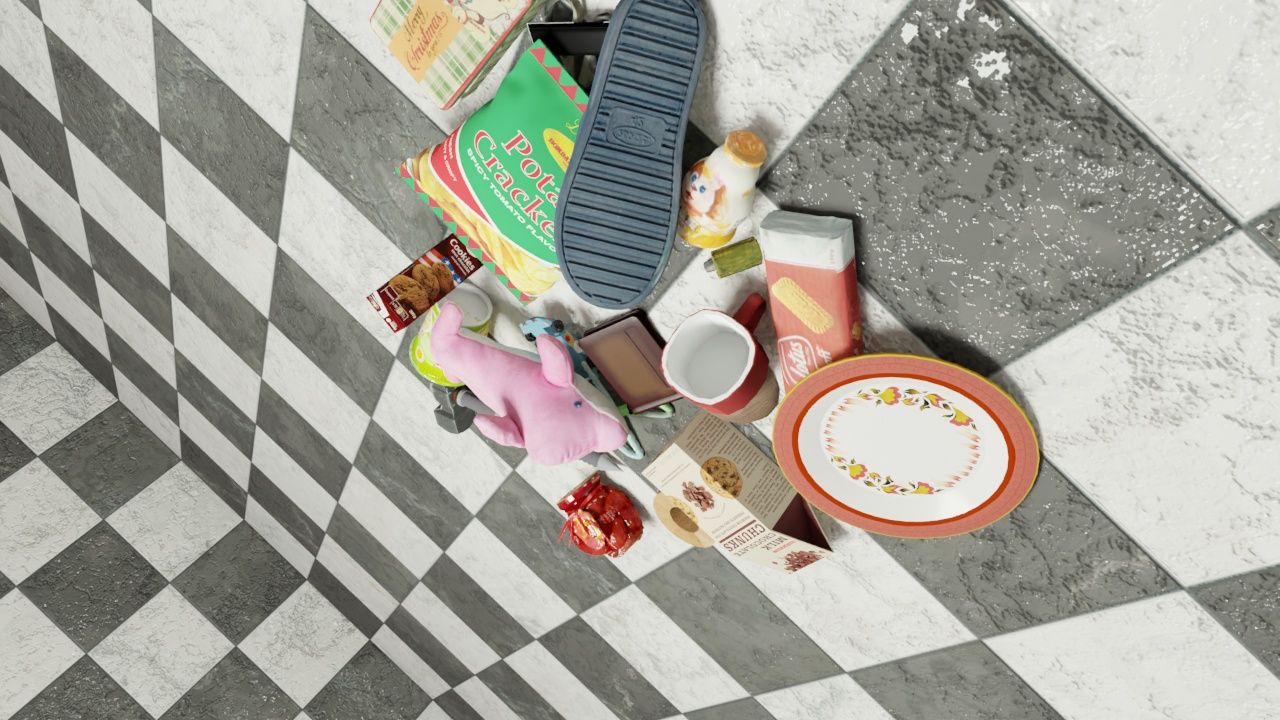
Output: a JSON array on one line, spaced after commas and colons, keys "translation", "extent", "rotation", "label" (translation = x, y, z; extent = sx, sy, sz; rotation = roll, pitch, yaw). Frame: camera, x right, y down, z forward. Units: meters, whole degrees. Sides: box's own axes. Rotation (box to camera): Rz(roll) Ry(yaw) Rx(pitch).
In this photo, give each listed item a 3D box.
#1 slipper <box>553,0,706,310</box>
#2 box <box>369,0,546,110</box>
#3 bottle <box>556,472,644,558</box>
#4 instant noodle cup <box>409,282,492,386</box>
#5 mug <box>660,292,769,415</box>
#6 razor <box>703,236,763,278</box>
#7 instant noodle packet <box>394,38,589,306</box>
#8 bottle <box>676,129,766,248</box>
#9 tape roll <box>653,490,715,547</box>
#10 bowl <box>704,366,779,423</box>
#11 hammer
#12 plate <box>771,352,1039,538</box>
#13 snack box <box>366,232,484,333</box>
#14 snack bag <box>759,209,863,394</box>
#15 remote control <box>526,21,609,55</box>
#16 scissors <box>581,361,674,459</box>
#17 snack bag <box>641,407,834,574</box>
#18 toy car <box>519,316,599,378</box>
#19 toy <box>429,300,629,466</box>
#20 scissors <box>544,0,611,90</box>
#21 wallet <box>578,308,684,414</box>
[{"translation": [-0.013, -0.175, 0.760], "extent": [0.101, 0.082, 0.264], "rotation": [8, 111, -13], "label": "slipper"}, {"translation": [-0.164, -0.321, 0.826], "extent": [0.117, 0.050, 0.206], "rotation": [53, 145, -11], "label": "box"}, {"translation": [-0.056, 0.216, 1.228], "extent": [0.111, 0.098, 0.099], "rotation": [51, 145, 1], "label": "bottle"}, {"translation": [-0.233, -0.038, 1.156], "extent": [0.099, 0.098, 0.108], "rotation": [38, 137, 8], "label": "instant noodle cup"}, {"translation": [0.081, -0.009, 0.860], "extent": [0.080, 0.116, 0.096], "rotation": [37, -177, 17], "label": "mug"}, {"translation": [0.074, -0.088, 0.822], "extent": [0.106, 0.042, 0.026], "rotation": [-171, 60, -80], "label": "razor"}, {"translation": [-0.106, -0.164, 0.883], "extent": [0.253, 0.090, 0.195], "rotation": [-24, 117, 44], "label": "instant noodle packet"}, {"translation": [0.067, -0.143, 0.767], "extent": [0.063, 0.063, 0.109], "rotation": [40, 144, 5], "label": "bottle"}, {"translation": [0.062, 0.190, 1.146], "extent": [0.094, 0.027, 0.094], "rotation": [27, 142, 23], "label": "tape roll"}, {"translation": [0.085, 0.024, 0.950], "extent": [0.118, 0.030, 0.118], "rotation": [27, 142, 23], "label": "bowl"}, {"translation": [-0.160, 0.089, 1.258], "extent": [0.322, 0.042, 0.156], "rotation": [22, 139, 25], "label": "hammer"}, {"translation": [0.234, 0.077, 0.828], "extent": [0.230, 0.021, 0.230], "rotation": [12, 133, 12], "label": "plate"}, {"translation": [-0.242, -0.095, 1.055], "extent": [0.032, 0.140, 0.051], "rotation": [-17, 114, 51], "label": "snack box"}, {"translation": [0.157, -0.028, 0.818], "extent": [0.078, 0.041, 0.225], "rotation": [14, 134, 33], "label": "snack bag"}, {"translation": [-0.043, -0.268, 0.766], "extent": [0.124, 0.011, 0.028], "rotation": [11, 138, 29], "label": "remote control"}, {"translation": [-0.031, 0.063, 1.104], "extent": [0.172, 0.021, 0.172], "rotation": [2, 140, 38], "label": "scissors"}, {"translation": [0.114, 0.157, 1.025], "extent": [0.206, 0.069, 0.095], "rotation": [42, 145, 2], "label": "snack bag"}, {"translation": [-0.091, -0.020, 1.074], "extent": [0.060, 0.027, 0.108], "rotation": [-15, 128, 44], "label": "toy car"}, {"translation": [-0.143, 0.045, 1.051], "extent": [0.265, 0.127, 0.187], "rotation": [30, 145, 9], "label": "toy"}, {"translation": [-0.064, -0.257, 0.823], "extent": [0.132, 0.012, 0.170], "rotation": [48, 146, -15], "label": "scissors"}, {"translation": [-0.006, 0.006, 1.014], "extent": [0.092, 0.018, 0.115], "rotation": [-21, 113, 35], "label": "wallet"}]
